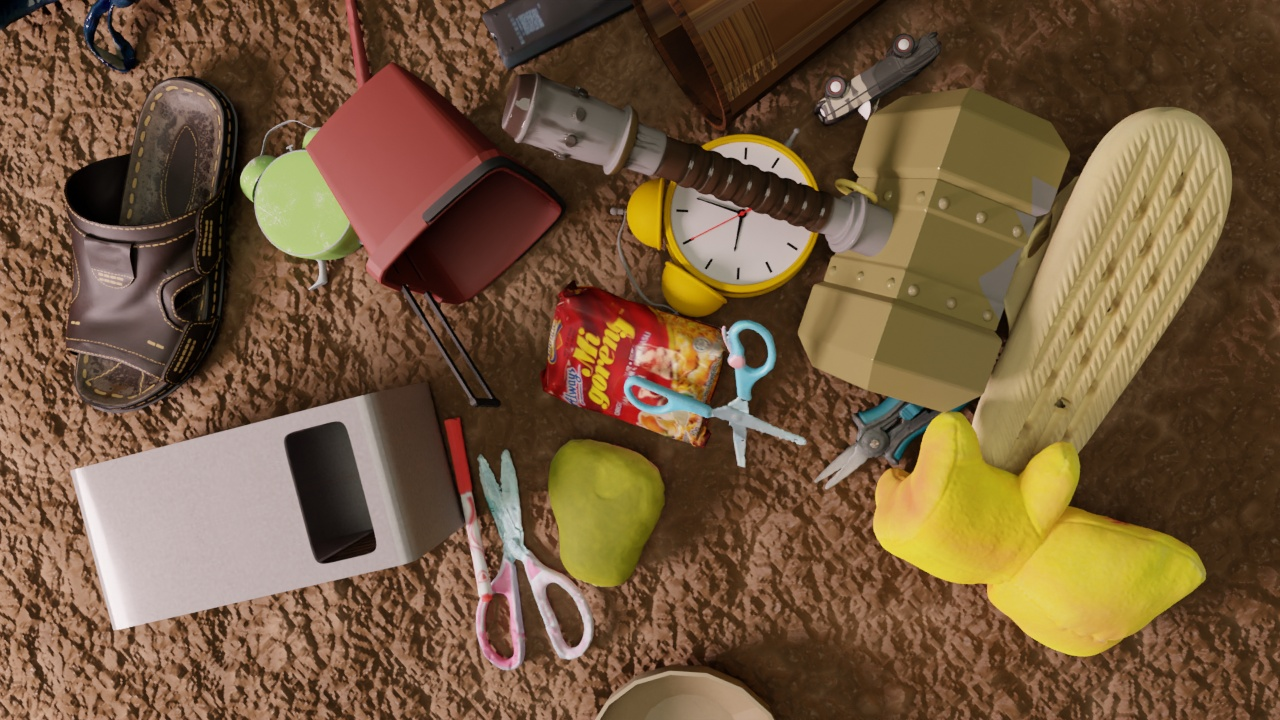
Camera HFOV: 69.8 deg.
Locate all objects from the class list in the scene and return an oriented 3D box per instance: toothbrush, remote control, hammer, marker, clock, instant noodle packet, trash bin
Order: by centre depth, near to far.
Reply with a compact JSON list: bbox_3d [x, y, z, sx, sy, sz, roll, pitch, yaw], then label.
[{"bbox_3d":[0.075,-0.101,0.559,0.324,0.101,0.190,15,97,-19],"label":"hammer"},{"bbox_3d":[0.059,-0.096,0.654,0.152,0.052,0.113,-27,90,4],"label":"clock"},{"bbox_3d":[-0.004,0.004,0.657,0.135,0.039,0.099,19,127,5],"label":"instant noodle packet"},{"bbox_3d":[-0.042,-0.267,0.670,0.150,0.022,0.047,-25,90,8],"label":"remote control"},{"bbox_3d":[-0.265,0.101,0.673,0.229,0.114,0.114,-14,91,8],"label":"trash bin"},{"bbox_3d":[-0.248,-0.124,0.695,0.094,0.042,0.119,-26,89,7],"label":"clock"},{"bbox_3d":[-0.218,-0.234,0.698,0.016,0.016,0.190,-10,92,12],"label":"toothbrush"},{"bbox_3d":[-0.131,0.114,0.702,0.013,0.012,0.142,-12,87,8],"label":"marker"}]

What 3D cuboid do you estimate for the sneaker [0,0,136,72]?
[{"bbox_3d":[-0.373,-0.311,0.670,0.295,0.120,0.127,-16,78,11],"label":"sneaker"}]

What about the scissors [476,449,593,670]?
[{"bbox_3d":[-0.081,0.148,0.704,0.103,0.016,0.179,-4,90,11],"label":"scissors"}]

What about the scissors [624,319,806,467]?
[{"bbox_3d":[0.048,0.026,0.620,0.134,0.015,0.135,2,127,12],"label":"scissors"}]

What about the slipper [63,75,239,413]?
[{"bbox_3d":[-0.377,-0.086,0.696,0.113,0.075,0.268,18,95,6],"label":"slipper"}]

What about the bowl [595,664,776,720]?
[{"bbox_3d":[0.035,0.294,0.678,0.152,0.050,0.152,0,93,7],"label":"bowl"}]

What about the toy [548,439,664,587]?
[{"bbox_3d":[-0.030,0.114,0.676,0.090,0.051,0.110,13,97,9],"label":"toy"}]

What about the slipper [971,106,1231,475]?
[{"bbox_3d":[0.292,-0.040,0.616,0.111,0.079,0.262,12,111,-15],"label":"slipper"}]

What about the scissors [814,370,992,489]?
[{"bbox_3d":[0.187,0.036,0.659,0.127,0.019,0.142,6,100,1],"label":"scissors"}]

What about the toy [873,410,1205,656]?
[{"bbox_3d":[0.251,0.122,0.601,0.194,0.087,0.135,32,137,-2],"label":"toy"}]

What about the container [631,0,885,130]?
[{"bbox_3d":[0.091,-0.256,0.606,0.167,0.132,0.132,-33,89,2],"label":"container"}]

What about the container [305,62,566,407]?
[{"bbox_3d":[-0.119,-0.085,0.628,0.127,0.148,0.201,-41,79,8],"label":"container"}]

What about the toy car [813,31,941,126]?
[{"bbox_3d":[0.165,-0.193,0.637,0.092,0.040,0.037,-30,92,11],"label":"toy car"}]
